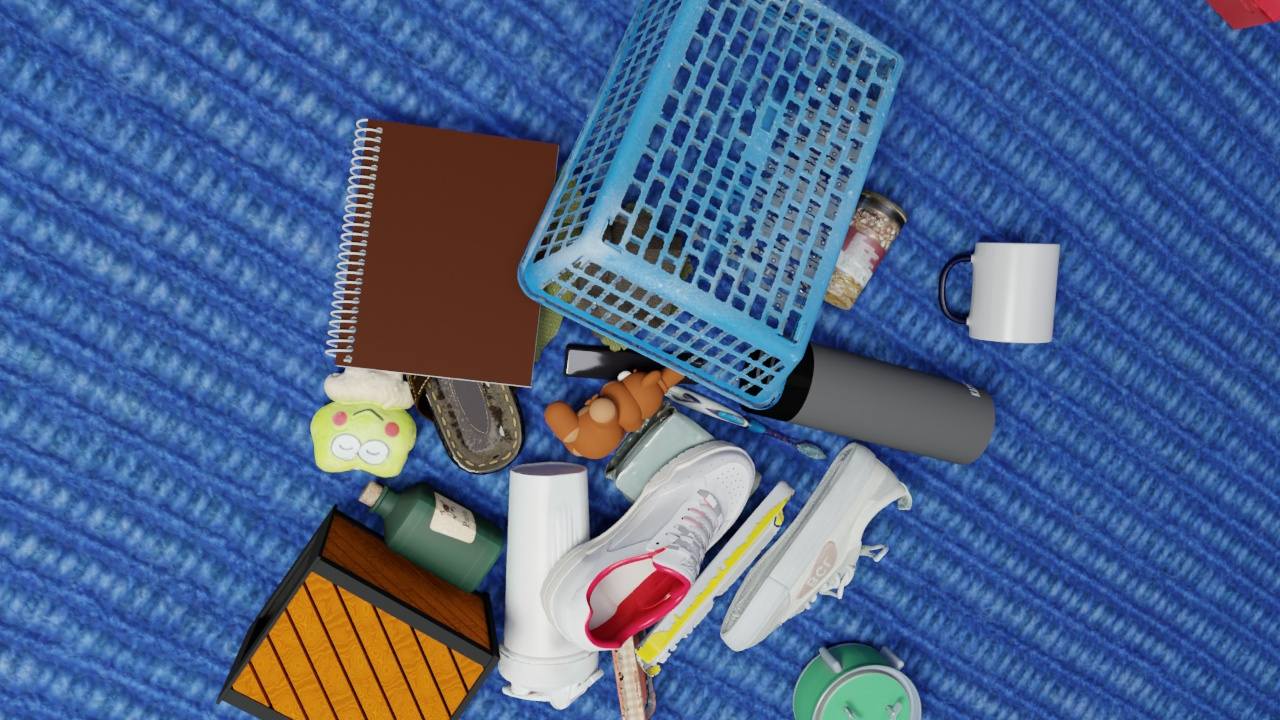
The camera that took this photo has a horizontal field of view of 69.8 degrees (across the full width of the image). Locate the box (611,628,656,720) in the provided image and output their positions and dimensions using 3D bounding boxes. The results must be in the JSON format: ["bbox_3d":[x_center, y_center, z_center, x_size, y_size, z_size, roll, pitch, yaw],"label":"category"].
[{"bbox_3d":[-0.012,0.280,0.899,0.042,0.082,0.187,-7,102,1],"label":"box"}]

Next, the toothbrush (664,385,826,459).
[{"bbox_3d":[0.106,0.063,0.918,0.189,0.017,0.016,23,100,-16],"label":"toothbrush"}]

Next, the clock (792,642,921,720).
[{"bbox_3d":[0.226,0.386,0.965,0.122,0.075,0.161,3,98,-13],"label":"clock"}]

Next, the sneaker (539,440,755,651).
[{"bbox_3d":[0.028,0.165,0.805,0.236,0.104,0.090,-35,110,-20],"label":"sneaker"}]

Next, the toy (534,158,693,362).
[{"bbox_3d":[-0.029,-0.080,0.835,0.152,0.078,0.179,10,94,-10],"label":"toy"}]

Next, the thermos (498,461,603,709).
[{"bbox_3d":[-0.085,0.209,0.859,0.099,0.099,0.220,-1,95,-13],"label":"thermos"}]

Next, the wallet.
[{"bbox_3d":[0.042,0.112,0.895,0.131,0.054,0.100,40,96,-18],"label":"wallet"}]

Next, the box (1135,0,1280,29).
[{"bbox_3d":[0.646,-0.471,0.943,0.153,0.164,0.214,34,88,28],"label":"box"}]

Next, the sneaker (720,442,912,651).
[{"bbox_3d":[0.180,0.203,0.917,0.091,0.089,0.242,38,85,0],"label":"sneaker"}]

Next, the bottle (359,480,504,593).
[{"bbox_3d":[-0.195,0.152,0.841,0.131,0.061,0.061,35,92,-15],"label":"bottle"}]

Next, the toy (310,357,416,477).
[{"bbox_3d":[-0.246,0.047,0.823,0.092,0.046,0.115,9,88,-11],"label":"toy"}]

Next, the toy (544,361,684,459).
[{"bbox_3d":[-0.021,0.040,0.855,0.127,0.095,0.065,-37,73,-5],"label":"toy"}]

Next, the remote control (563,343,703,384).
[{"bbox_3d":[-0.005,0.005,0.885,0.136,0.015,0.032,4,97,-13],"label":"remote control"}]

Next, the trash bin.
[{"bbox_3d":[-0.239,0.247,0.805,0.172,0.140,0.139,35,90,-15],"label":"trash bin"}]

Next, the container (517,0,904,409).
[{"bbox_3d":[0.082,-0.171,0.785,0.257,0.089,0.361,26,74,-15],"label":"container"}]

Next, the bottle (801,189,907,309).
[{"bbox_3d":[0.208,-0.107,0.896,0.056,0.056,0.105,32,90,-15],"label":"bottle"}]

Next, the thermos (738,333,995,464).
[{"bbox_3d":[0.223,0.038,0.908,0.240,0.082,0.082,14,95,-14],"label":"thermos"}]

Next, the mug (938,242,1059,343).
[{"bbox_3d":[0.361,-0.071,0.932,0.112,0.078,0.097,3,99,15],"label":"mug"}]

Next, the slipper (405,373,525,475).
[{"bbox_3d":[-0.162,-0.022,0.814,0.113,0.076,0.268,-14,101,-11],"label":"slipper"}]

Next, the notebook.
[{"bbox_3d":[-0.166,-0.091,0.775,0.171,0.022,0.209,6,85,-5],"label":"notebook"}]

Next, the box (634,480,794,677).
[{"bbox_3d":[0.072,0.207,0.868,0.036,0.130,0.209,37,71,20],"label":"box"}]
